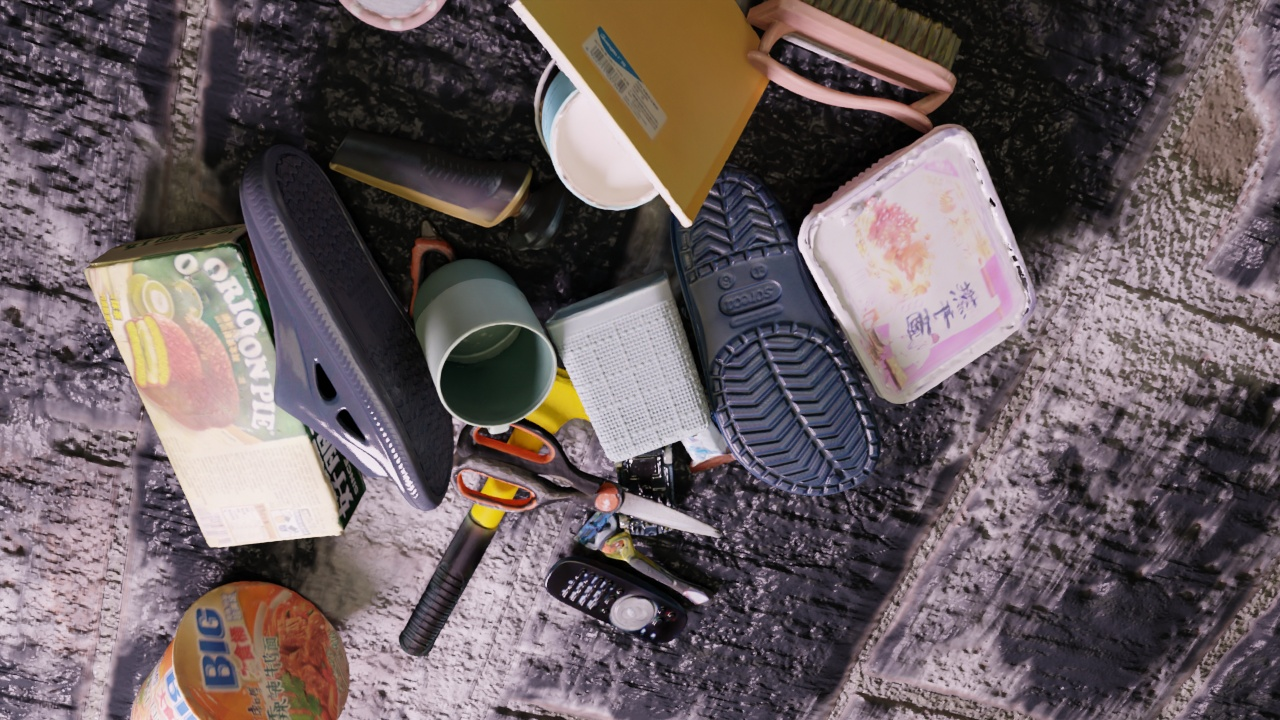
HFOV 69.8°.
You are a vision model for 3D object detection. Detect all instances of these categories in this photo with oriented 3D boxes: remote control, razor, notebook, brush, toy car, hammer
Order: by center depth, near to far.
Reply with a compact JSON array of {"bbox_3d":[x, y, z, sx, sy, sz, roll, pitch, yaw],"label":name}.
[{"bbox_3d":[0.016,-0.188,0.538,0.010,0.205,0.146,-22,118,38],"label":"notebook"},{"bbox_3d":[0.143,-0.201,0.603,0.145,0.063,0.073,17,96,-18],"label":"brush"},{"bbox_3d":[-0.133,-0.121,0.640,0.167,0.062,0.068,17,144,-5],"label":"razor"},{"bbox_3d":[0.004,0.099,0.755,0.049,0.031,0.106,-5,121,0],"label":"toy car"},{"bbox_3d":[-0.131,0.130,0.762,0.128,0.032,0.301,25,111,-13],"label":"hammer"},{"bbox_3d":[0.009,0.180,0.799,0.142,0.022,0.043,36,110,-18],"label":"razor"},{"bbox_3d":[-0.021,0.208,0.809,0.136,0.024,0.053,29,109,-16],"label":"remote control"}]

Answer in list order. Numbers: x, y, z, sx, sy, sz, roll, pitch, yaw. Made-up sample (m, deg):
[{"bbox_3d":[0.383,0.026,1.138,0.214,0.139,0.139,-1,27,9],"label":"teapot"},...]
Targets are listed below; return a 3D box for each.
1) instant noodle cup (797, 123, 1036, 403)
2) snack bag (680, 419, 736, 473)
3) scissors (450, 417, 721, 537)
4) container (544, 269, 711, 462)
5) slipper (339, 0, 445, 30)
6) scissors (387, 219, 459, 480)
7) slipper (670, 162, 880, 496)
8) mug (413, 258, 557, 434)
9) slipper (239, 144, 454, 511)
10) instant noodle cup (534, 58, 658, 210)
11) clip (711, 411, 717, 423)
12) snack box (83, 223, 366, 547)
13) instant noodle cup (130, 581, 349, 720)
[{"bbox_3d":[0.192,-0.071,0.659,0.138,0.060,0.173,-34,119,1],"label":"instant noodle cup"},{"bbox_3d":[0.039,0.049,0.737,0.048,0.026,0.104,-22,114,16],"label":"snack bag"},{"bbox_3d":[-0.033,0.093,0.721,0.235,0.021,0.125,3,114,-5],"label":"scissors"},{"bbox_3d":[-0.004,0.004,0.664,0.090,0.090,0.111,-20,100,5],"label":"container"},{"bbox_3d":[-0.109,-0.325,0.539,0.114,0.054,0.275,29,110,-15],"label":"slipper"},{"bbox_3d":[-0.202,-0.007,0.705,0.197,0.015,0.214,-32,114,11],"label":"scissors"},{"bbox_3d":[0.088,-0.019,0.675,0.105,0.095,0.253,-23,96,6],"label":"slipper"},{"bbox_3d":[-0.112,-0.006,0.652,0.082,0.106,0.112,-15,126,-17],"label":"mug"},{"bbox_3d":[-0.213,-0.013,0.639,0.083,0.110,0.268,-19,109,12],"label":"slipper"},{"bbox_3d":[-0.016,-0.148,0.590,0.111,0.120,0.111,-1,115,-3],"label":"instant noodle cup"},{"bbox_3d":[0.083,0.042,0.729,0.056,0.024,0.028,-19,123,-33],"label":"clip"},{"bbox_3d":[-0.299,0.023,0.681,0.114,0.063,0.240,-8,115,7],"label":"snack box"},{"bbox_3d":[-0.338,0.277,0.764,0.151,0.151,0.112,40,115,-19],"label":"instant noodle cup"}]
